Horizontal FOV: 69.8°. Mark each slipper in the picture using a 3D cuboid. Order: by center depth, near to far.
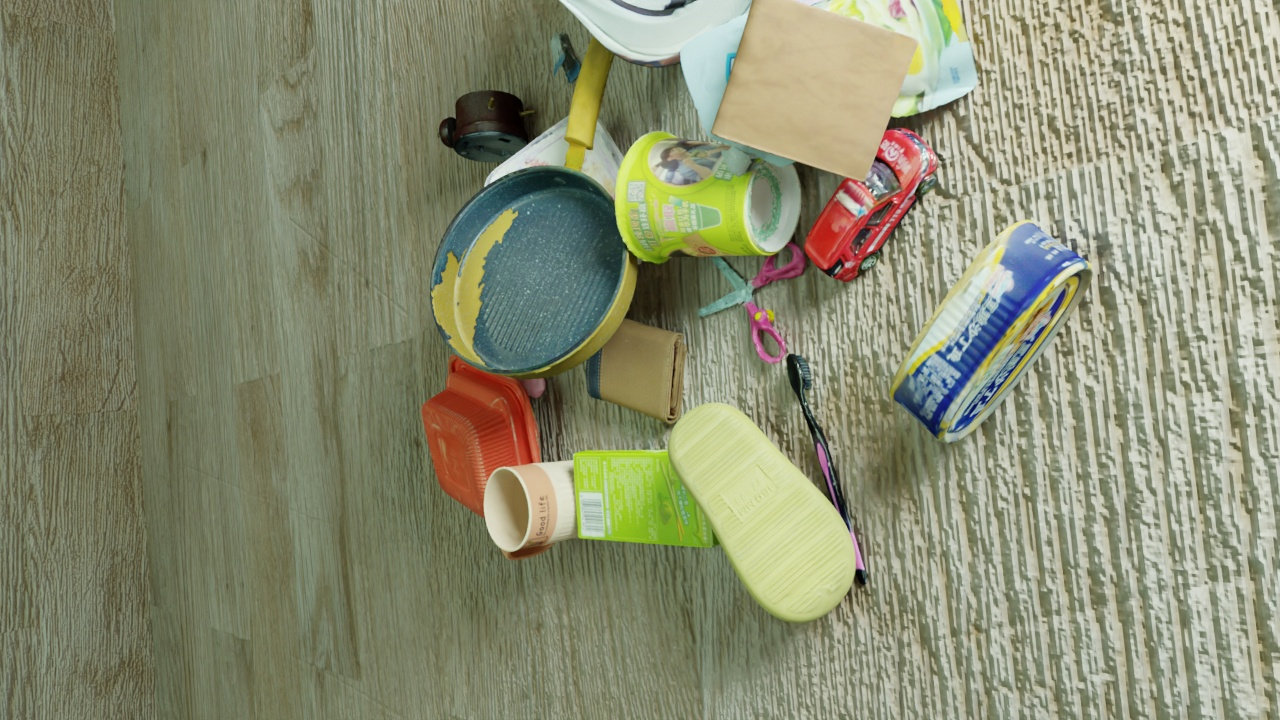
[{"bbox_3d":[0.098,0.118,0.742,0.092,0.081,0.190,-38,72,4],"label":"slipper"}]

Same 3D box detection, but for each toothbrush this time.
[{"bbox_3d":[0.149,0.083,0.727,0.014,0.017,0.189,-27,76,47],"label":"toothbrush"}]

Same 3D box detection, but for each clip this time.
[{"bbox_3d":[-0.082,-0.321,0.961,0.027,0.045,0.058,-42,52,44],"label":"clip"}]

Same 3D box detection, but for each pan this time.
[{"bbox_3d":[-0.072,-0.156,0.819,0.198,0.078,0.357,20,83,26],"label":"pan"}]

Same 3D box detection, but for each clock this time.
[{"bbox_3d":[-0.175,-0.256,1.022,0.122,0.082,0.055,-12,78,47],"label":"clock"}]

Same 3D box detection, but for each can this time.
[{"bbox_3d":[0.223,-0.015,0.590,0.049,0.074,0.148,48,125,32],"label":"can"}]

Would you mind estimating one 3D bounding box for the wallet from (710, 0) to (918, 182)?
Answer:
[{"bbox_3d":[0.117,-0.186,0.628,0.115,0.020,0.101,21,113,6],"label":"wallet"}]

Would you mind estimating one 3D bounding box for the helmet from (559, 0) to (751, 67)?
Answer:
[{"bbox_3d":[0.032,-0.367,0.728,0.230,0.145,0.258,-22,94,36],"label":"helmet"}]

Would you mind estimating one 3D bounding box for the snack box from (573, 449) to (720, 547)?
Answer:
[{"bbox_3d":[0.005,0.127,0.856,0.157,0.026,0.086,-5,89,37],"label":"snack box"}]

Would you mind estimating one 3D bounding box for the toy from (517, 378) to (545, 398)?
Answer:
[{"bbox_3d":[-0.170,-0.060,1.026,0.195,0.074,0.179,25,126,43],"label":"toy"}]

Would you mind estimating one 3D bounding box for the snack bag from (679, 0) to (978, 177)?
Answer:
[{"bbox_3d":[0.128,-0.207,0.647,0.191,0.038,0.110,-18,105,19],"label":"snack bag"}]

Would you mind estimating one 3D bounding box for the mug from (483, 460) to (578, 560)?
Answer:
[{"bbox_3d":[-0.098,0.157,0.936,0.081,0.105,0.115,46,124,37],"label":"mug"}]

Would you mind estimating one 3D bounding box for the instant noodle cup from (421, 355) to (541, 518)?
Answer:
[{"bbox_3d":[-0.176,0.099,1.020,0.165,0.078,0.189,16,123,49],"label":"instant noodle cup"}]

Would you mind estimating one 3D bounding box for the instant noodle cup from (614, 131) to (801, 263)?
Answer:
[{"bbox_3d":[0.060,-0.130,0.751,0.124,0.111,0.112,12,101,40],"label":"instant noodle cup"}]

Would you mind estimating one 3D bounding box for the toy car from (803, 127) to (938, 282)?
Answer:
[{"bbox_3d":[0.166,-0.113,0.673,0.053,0.045,0.121,53,126,31],"label":"toy car"}]

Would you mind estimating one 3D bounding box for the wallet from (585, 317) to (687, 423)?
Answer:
[{"bbox_3d":[-0.005,0.005,0.882,0.115,0.033,0.090,17,107,46],"label":"wallet"}]

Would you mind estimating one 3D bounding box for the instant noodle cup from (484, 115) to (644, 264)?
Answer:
[{"bbox_3d":[-0.060,-0.139,0.886,0.138,0.060,0.173,-33,66,11],"label":"instant noodle cup"}]

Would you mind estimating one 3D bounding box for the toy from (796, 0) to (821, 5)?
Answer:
[{"bbox_3d":[0.140,-0.263,0.698,0.108,0.038,0.084,52,124,41],"label":"toy"}]

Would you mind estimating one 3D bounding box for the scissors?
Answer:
[{"bbox_3d":[0.094,-0.061,0.779,0.133,0.017,0.131,57,133,34],"label":"scissors"}]
